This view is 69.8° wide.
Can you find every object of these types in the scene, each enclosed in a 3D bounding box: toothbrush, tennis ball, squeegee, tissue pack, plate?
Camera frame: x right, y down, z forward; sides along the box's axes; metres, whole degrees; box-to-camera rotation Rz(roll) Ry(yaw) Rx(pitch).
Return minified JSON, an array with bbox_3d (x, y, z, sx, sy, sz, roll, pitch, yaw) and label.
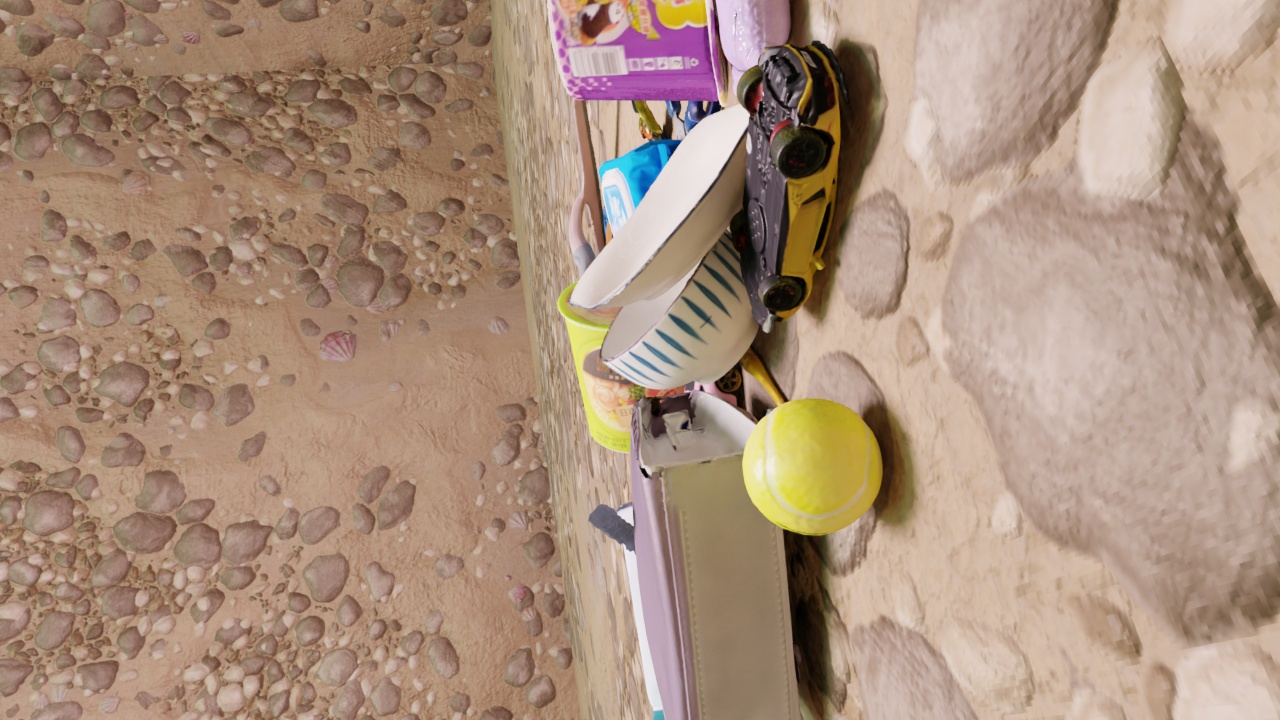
[{"bbox_3d":[0.068,0.000,0.611,0.191,0.018,0.016,-115,23,-59],"label":"toothbrush"},{"bbox_3d":[0.082,0.050,0.438,0.065,0.065,0.065,173,91,-80],"label":"tennis ball"},{"bbox_3d":[-0.056,-0.124,0.987,0.248,0.040,0.249,83,179,-49],"label":"squeegee"},{"bbox_3d":[0.004,-0.122,0.731,0.157,0.052,0.095,-152,48,-75],"label":"tissue pack"},{"bbox_3d":[0.025,-0.091,0.570,0.163,0.034,0.164,-54,14,-5],"label":"plate"}]

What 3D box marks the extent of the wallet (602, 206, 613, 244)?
[{"bbox_3d":[-0.012,-0.096,0.949,0.133,0.040,0.106,-117,19,-62],"label":"wallet"}]

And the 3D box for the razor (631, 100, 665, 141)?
[{"bbox_3d":[0.000,-0.225,0.751,0.143,0.022,0.042,72,180,-49],"label":"razor"}]

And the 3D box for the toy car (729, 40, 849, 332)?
[{"bbox_3d":[0.074,-0.085,0.470,0.156,0.041,0.071,90,168,-45],"label":"toy car"}]

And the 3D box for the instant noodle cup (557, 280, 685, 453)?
[{"bbox_3d":[-0.004,0.004,0.731,0.111,0.111,0.124,-114,18,-60],"label":"instant noodle cup"}]

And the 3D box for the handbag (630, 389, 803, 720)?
[{"bbox_3d":[0.044,0.130,0.592,0.145,0.098,0.197,-133,36,-71],"label":"handbag"}]

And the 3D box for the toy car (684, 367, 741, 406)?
[{"bbox_3d":[0.054,0.049,0.672,0.056,0.037,0.122,177,86,-81],"label":"toy car"}]

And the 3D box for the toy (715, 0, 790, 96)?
[{"bbox_3d":[0.059,-0.202,0.496,0.084,0.039,0.108,-141,44,-85],"label":"toy"}]

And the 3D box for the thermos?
[{"bbox_3d":[0.028,0.240,0.836,0.073,0.073,0.224,110,152,-67],"label":"thermos"}]

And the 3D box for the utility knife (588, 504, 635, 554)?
[{"bbox_3d":[0.019,0.153,0.691,0.223,0.013,0.029,45,-119,-49],"label":"utility knife"}]

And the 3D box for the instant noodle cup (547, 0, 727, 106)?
[{"bbox_3d":[0.000,-0.208,0.562,0.111,0.099,0.111,-2,-91,-79],"label":"instant noodle cup"}]

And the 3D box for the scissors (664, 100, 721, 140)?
[{"bbox_3d":[0.033,-0.180,0.687,0.162,0.012,0.173,171,85,-75],"label":"scissors"}]

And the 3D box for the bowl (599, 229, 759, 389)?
[{"bbox_3d":[0.034,-0.027,0.596,0.117,0.066,0.116,-48,15,16],"label":"bowl"}]
